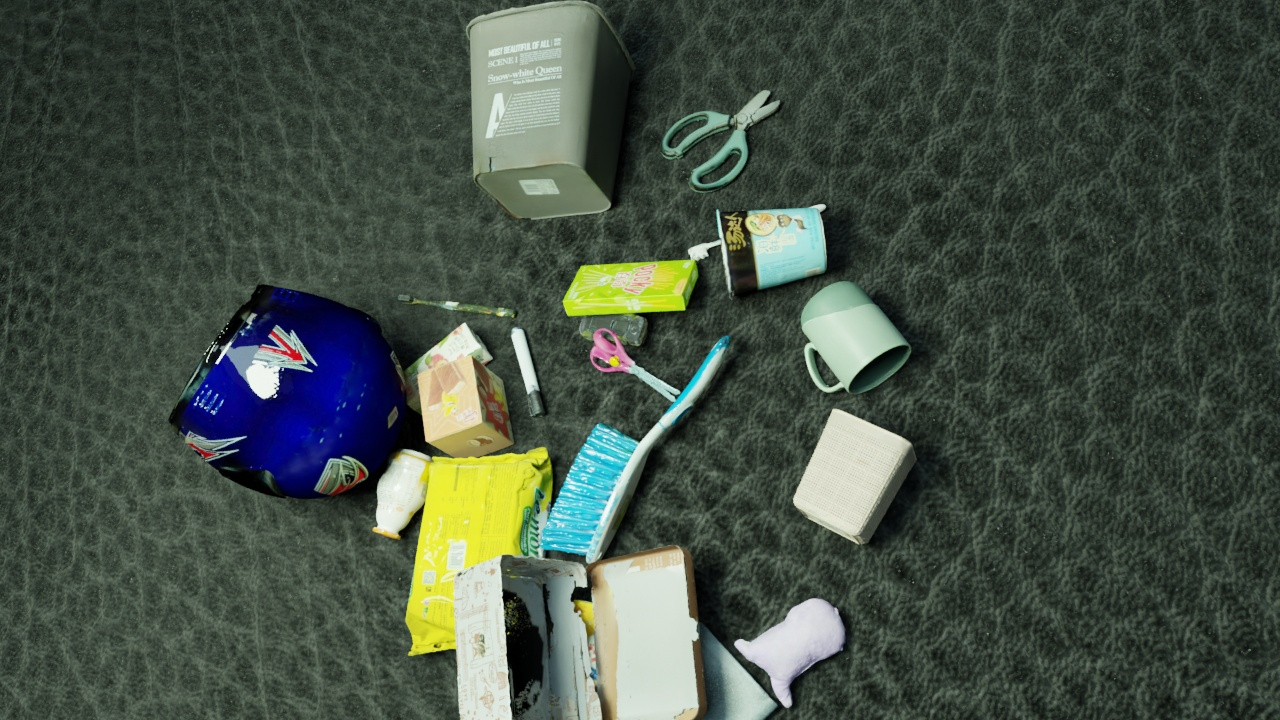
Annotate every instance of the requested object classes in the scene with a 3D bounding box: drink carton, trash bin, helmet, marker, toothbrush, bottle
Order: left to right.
[{"bbox_3d":[-0.421,0.055,1.137,0.316,0.240,0.246,-26,33,57],"label":"helmet"},{"bbox_3d":[-0.299,0.167,1.148,0.063,0.063,0.108,10,72,22],"label":"bottle"},{"bbox_3d":[-0.259,0.012,1.207,0.122,0.045,0.053,-40,56,0],"label":"drink carton"},{"bbox_3d":[-0.253,-0.075,1.256,0.186,0.017,0.012,8,76,22],"label":"toothbrush"},{"bbox_3d":[-0.147,0.015,1.183,0.023,0.018,0.130,-28,62,17],"label":"marker"},{"bbox_3d":[-0.123,-0.322,1.221,0.199,0.198,0.219,-3,74,18],"label":"trash bin"},{"bbox_3d":[0.146,-0.161,1.154,0.180,0.016,0.016,-18,72,12],"label":"toothbrush"}]

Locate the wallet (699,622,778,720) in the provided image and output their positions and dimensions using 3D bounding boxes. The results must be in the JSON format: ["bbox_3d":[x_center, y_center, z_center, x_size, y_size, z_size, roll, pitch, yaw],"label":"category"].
[{"bbox_3d":[0.071,0.352,0.970,0.097,0.019,0.121,-44,60,-4],"label":"wallet"}]

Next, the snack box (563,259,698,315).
[{"bbox_3d":[-0.012,-0.092,1.152,0.156,0.026,0.085,-1,37,19],"label":"snack box"}]

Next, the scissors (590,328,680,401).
[{"bbox_3d":[-0.005,0.005,1.118,0.137,0.072,0.017,27,42,23],"label":"scissors"}]

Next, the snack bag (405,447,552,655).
[{"bbox_3d":[-0.194,0.225,1.086,0.158,0.068,0.246,-3,69,18],"label":"snack bag"}]

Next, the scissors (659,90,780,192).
[{"bbox_3d":[0.102,-0.310,1.228,0.161,0.019,0.179,36,85,28],"label":"scissors"}]

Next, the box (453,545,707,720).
[{"bbox_3d":[-0.069,0.283,0.927,0.218,0.157,0.180,-17,63,26],"label":"box"}]

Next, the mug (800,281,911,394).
[{"bbox_3d":[0.230,-0.020,1.037,0.112,0.082,0.106,-51,57,30],"label":"mug"}]

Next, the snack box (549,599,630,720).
[{"bbox_3d":[-0.046,0.341,1.007,0.087,0.034,0.140,7,70,21],"label":"snack box"}]

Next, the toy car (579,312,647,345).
[{"bbox_3d":[-0.035,-0.040,1.156,0.090,0.035,0.042,10,71,28],"label":"toy car"}]

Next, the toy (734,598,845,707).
[{"bbox_3d":[0.164,0.294,0.949,0.108,0.039,0.084,-37,76,-3],"label":"toy"}]

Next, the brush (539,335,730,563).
[{"bbox_3d":[-0.005,0.095,1.074,0.109,0.060,0.314,22,82,19],"label":"brush"}]

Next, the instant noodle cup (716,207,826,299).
[{"bbox_3d":[0.157,-0.136,1.094,0.120,0.111,0.111,-9,66,7],"label":"instant noodle cup"}]

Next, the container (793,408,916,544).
[{"bbox_3d":[0.224,0.126,0.969,0.090,0.090,0.111,25,81,26],"label":"container"}]

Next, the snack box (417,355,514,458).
[{"bbox_3d":[-0.217,0.061,1.145,0.077,0.093,0.094,-19,63,10],"label":"snack box"}]
